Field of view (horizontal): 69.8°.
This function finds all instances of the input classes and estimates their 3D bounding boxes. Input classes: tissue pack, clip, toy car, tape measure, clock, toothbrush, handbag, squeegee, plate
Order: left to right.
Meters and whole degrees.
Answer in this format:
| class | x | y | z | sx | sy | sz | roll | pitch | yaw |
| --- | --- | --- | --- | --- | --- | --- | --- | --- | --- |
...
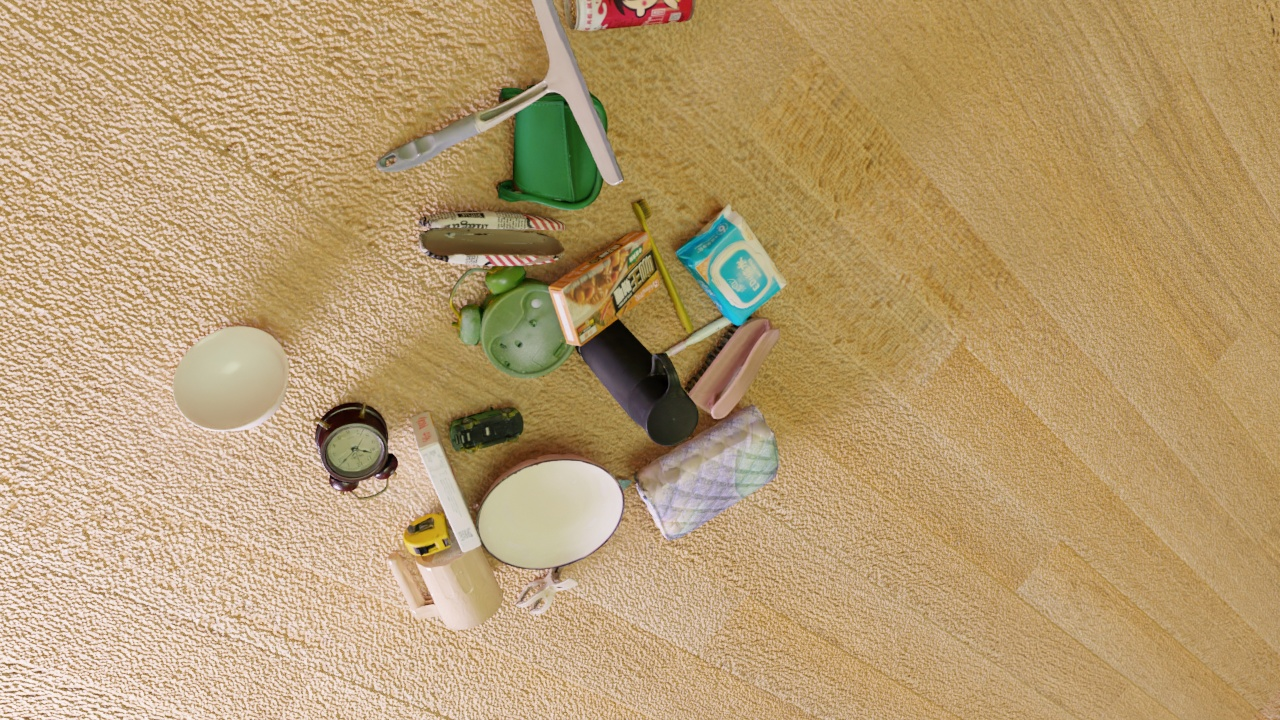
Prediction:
| class | x | y | z | sx | sy | sz | roll | pitch | yaw |
| --- | --- | --- | --- | --- | --- | --- | --- | --- | --- |
| clock | -0.329 | 0.107 | 1.064 | 0.082 | 0.055 | 0.122 | -18 | 115 | -15 |
| tape measure | -0.265 | 0.214 | 1.137 | 0.057 | 0.060 | 0.029 | -20 | 120 | -7 |
| squeegee | -0.165 | -0.249 | 0.947 | 0.247 | 0.039 | 0.246 | -22 | 90 | 17 |
| toy car | -0.189 | 0.082 | 1.121 | 0.091 | 0.036 | 0.043 | -12 | 115 | -16 |
| clock | -0.147 | -0.050 | 1.068 | 0.161 | 0.056 | 0.116 | 33 | 97 | -31 |
| clip | -0.127 | 0.307 | 1.249 | 0.034 | 0.060 | 0.097 | 35 | 108 | -30 |
| plate | -0.117 | 0.189 | 1.183 | 0.192 | 0.039 | 0.193 | -9 | 127 | -12 |
| handbag | -0.097 | -0.236 | 1.004 | 0.120 | 0.068 | 0.131 | 1 | 114 | -13 |
| toothbrush | 0.031 | -0.114 | 1.135 | 0.016 | 0.016 | 0.190 | -33 | 121 | -14 |
| handbag | 0.089 | 0.150 | 1.234 | 0.193 | 0.075 | 0.134 | -30 | 144 | -9 |
| toothbrush | 0.087 | -0.039 | 1.190 | 0.189 | 0.029 | 0.020 | -29 | 162 | -9 |
| tissue pack | 0.113 | -0.116 | 1.140 | 0.090 | 0.063 | 0.140 | -42 | 121 | 0 |

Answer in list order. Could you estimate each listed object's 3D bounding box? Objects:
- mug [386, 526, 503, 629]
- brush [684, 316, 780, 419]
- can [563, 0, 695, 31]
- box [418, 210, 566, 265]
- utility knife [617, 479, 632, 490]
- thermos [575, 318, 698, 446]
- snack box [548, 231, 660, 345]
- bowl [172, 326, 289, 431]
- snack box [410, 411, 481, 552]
| class | x | y | z | sx | sy | sz | roll | pitch | yaw |
| --- | --- | --- | --- | --- | --- | --- | --- | --- | --- |
| mug | -0.250 | 0.278 | 1.168 | 0.125 | 0.084 | 0.104 | -11 | 118 | 12 |
| brush | 0.126 | 0.006 | 1.196 | 0.063 | 0.073 | 0.146 | 34 | 95 | -30 |
| can | -0.012 | -0.382 | 0.975 | 0.132 | 0.053 | 0.053 | -12 | 116 | -17 |
| box | -0.163 | -0.149 | 1.014 | 0.163 | 0.074 | 0.077 | -2 | 121 | -20 |
| utility knife | -0.095 | 0.166 | 1.214 | 0.177 | 0.019 | 0.031 | 0 | 119 | -27 |
| thermos | -0.006 | 0.006 | 1.042 | 0.068 | 0.242 | 0.090 | 0 | 111 | -23 |
| snack box | -0.039 | -0.086 | 1.074 | 0.153 | 0.026 | 0.075 | -39 | 125 | -37 |
| bowl | -0.425 | 0.030 | 0.977 | 0.118 | 0.118 | 0.065 | -23 | 158 | -11 |
| snack box | -0.234 | 0.146 | 1.103 | 0.027 | 0.084 | 0.157 | -21 | 119 | -12 |
